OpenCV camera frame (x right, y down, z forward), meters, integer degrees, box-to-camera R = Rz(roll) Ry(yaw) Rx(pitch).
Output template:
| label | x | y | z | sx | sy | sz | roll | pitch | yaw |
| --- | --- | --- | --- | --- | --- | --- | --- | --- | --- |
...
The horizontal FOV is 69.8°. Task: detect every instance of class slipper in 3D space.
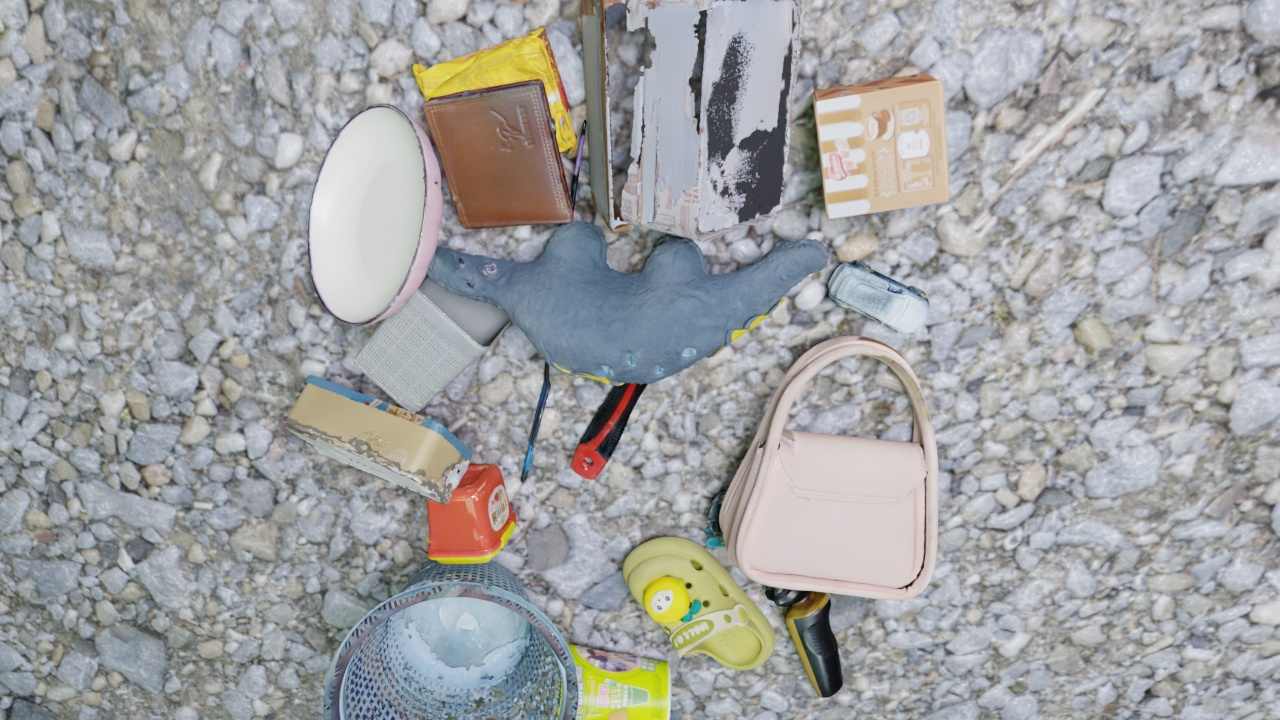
| label | x | y | z | sx | sy | sz | roll | pitch | yaw |
| --- | --- | --- | --- | --- | --- | --- | --- | --- | --- |
| slipper | 0.064 | 0.262 | 0.940 | 0.190 | 0.081 | 0.092 | 43 | 110 | -12 |

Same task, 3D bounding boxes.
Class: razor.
| label | x | y | z | sx | sy | sz | roll | pitch | yaw |
| --- | --- | --- | --- | --- | --- | --- | --- | --- | --- |
| razor | 0.174 | 0.283 | 0.950 | 0.068 | 0.062 | 0.167 | 3 | 123 | 41 |

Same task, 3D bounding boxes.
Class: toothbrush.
| label | x | y | z | sx | sy | sz | roll | pitch | yaw |
| --- | --- | --- | --- | --- | --- | --- | --- | --- | --- |
| toothbrush | -0.096 | 0.044 | 0.910 | 0.016 | 0.014 | 0.190 | 6 | 117 | -19 |
| toothbrush | -0.062 | -0.123 | 0.822 | 0.017 | 0.014 | 0.189 | 11 | 121 | -4 |

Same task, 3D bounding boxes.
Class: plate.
| label | x | y | z | sx | sy | sz | roll | pitch | yaw |
| --- | --- | --- | --- | --- | --- | --- | --- | --- | --- |
| plate | -0.226 | -0.123 | 0.800 | 0.193 | 0.039 | 0.192 | -5 | 83 | 43 |

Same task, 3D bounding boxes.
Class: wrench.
| label | x | y | z | sx | sy | sz | roll | pitch | yaw |
| --- | --- | --- | --- | --- | --- | --- | --- | --- | --- |
| wrench | -0.005 | 0.005 | 0.876 | 0.056 | 0.016 | 0.274 | 25 | 114 | 2 |

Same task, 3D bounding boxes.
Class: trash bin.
| label | x | y | z | sx | sy | sz | roll | pitch | yaw |
| --- | --- | --- | --- | --- | --- | --- | --- | --- | --- |
| trash bin | -0.181 | 0.294 | 0.913 | 0.226 | 0.195 | 0.226 | -1 | 98 | -8 |

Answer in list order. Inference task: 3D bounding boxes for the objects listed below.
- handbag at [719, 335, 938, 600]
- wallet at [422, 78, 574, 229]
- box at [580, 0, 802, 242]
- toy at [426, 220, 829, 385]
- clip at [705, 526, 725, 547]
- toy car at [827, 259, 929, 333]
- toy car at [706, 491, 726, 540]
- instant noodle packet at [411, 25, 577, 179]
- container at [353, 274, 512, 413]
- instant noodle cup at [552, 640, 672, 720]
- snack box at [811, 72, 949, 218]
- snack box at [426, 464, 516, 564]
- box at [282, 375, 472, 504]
| label | x | y | z | sx | sy | sz | roll | pitch | yaw |
| --- | --- | --- | --- | --- | --- | --- | --- | --- | --- |
| handbag | 0.183 | 0.094 | 0.839 | 0.193 | 0.093 | 0.234 | 6 | 102 | -11 |
| wallet | -0.116 | -0.169 | 0.771 | 0.101 | 0.032 | 0.125 | -6 | 122 | 10 |
| box | 0.008 | -0.199 | 0.732 | 0.178 | 0.152 | 0.183 | 20 | 119 | 36 |
| toy | -0.021 | -0.048 | 0.799 | 0.356 | 0.091 | 0.138 | 3 | 109 | 8 |
| clip | 0.093 | 0.178 | 0.930 | 0.056 | 0.040 | 0.014 | -4 | 115 | 6 |
| toy car | 0.210 | -0.054 | 0.806 | 0.090 | 0.034 | 0.043 | 25 | 111 | -3 |
| toy car | 0.118 | 0.151 | 0.908 | 0.105 | 0.031 | 0.049 | -3 | 111 | 0 |
| instant noodle packet | -0.124 | -0.215 | 0.787 | 0.128 | 0.044 | 0.111 | -11 | 112 | 16 |
| container | -0.196 | -0.022 | 0.859 | 0.090 | 0.090 | 0.114 | 44 | 115 | -9 |
| instant noodle cup | -0.029 | 0.363 | 0.989 | 0.123 | 0.111 | 0.112 | 3 | 113 | 0 |
| snack box | 0.190 | -0.173 | 0.734 | 0.094 | 0.076 | 0.093 | -7 | 112 | 11 |
| snack box | -0.175 | 0.153 | 0.930 | 0.082 | 0.091 | 0.080 | -4 | 105 | 11 |
| box | -0.258 | 0.074 | 0.885 | 0.184 | 0.061 | 0.090 | 20 | 159 | 21 |
